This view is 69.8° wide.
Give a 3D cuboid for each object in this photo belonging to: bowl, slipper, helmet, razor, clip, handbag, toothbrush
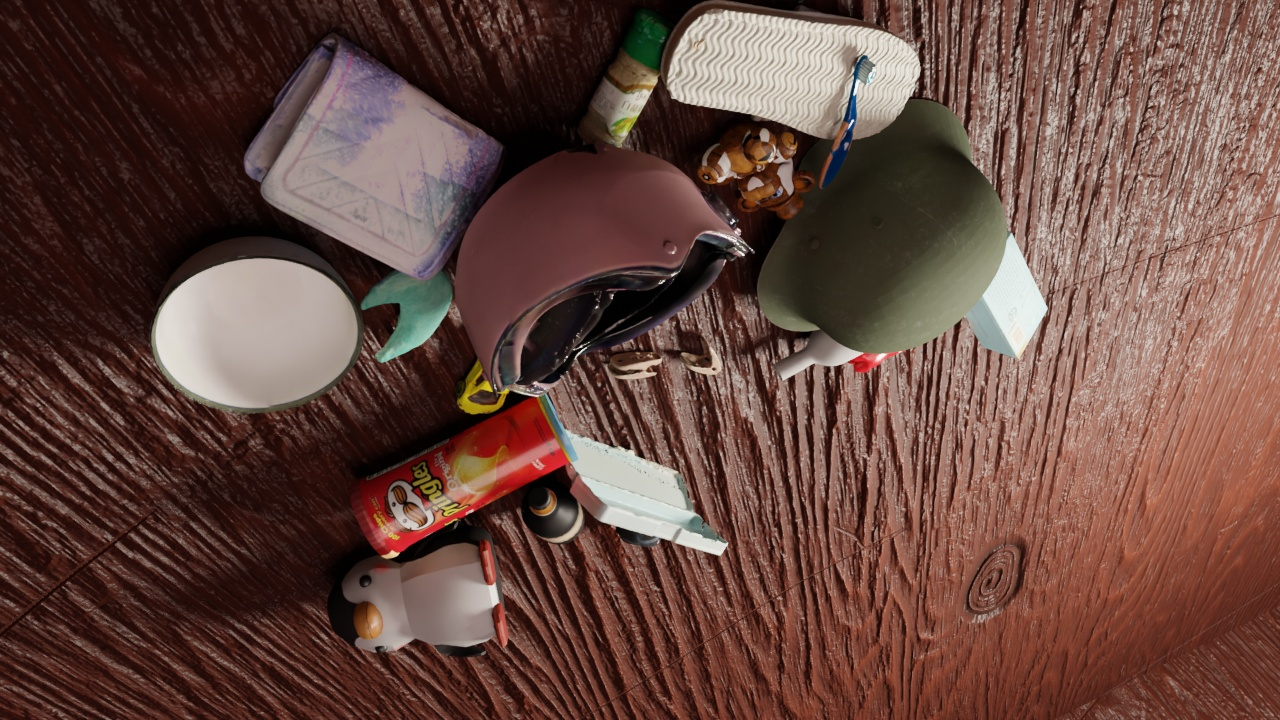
[{"bbox_3d":[-0.303,-0.037,0.727,0.153,0.073,0.154,-15,135,-16],"label":"bowl"},{"bbox_3d":[0.124,-0.242,0.764,0.262,0.052,0.115,-1,136,-35],"label":"slipper"},{"bbox_3d":[-0.043,-0.080,0.743,0.231,0.152,0.254,-38,167,30],"label":"helmet"},{"bbox_3d":[-0.026,0.180,1.090,0.064,0.053,0.140,-36,134,19],"label":"razor"},{"bbox_3d":[-0.004,0.003,0.954,0.049,0.026,0.061,-42,137,11],"label":"clip"},{"bbox_3d":[0.074,-0.003,0.988,0.049,0.026,0.061,-3,132,-27],"label":"clip"},{"bbox_3d":[0.248,-0.099,0.893,0.268,0.153,0.227,-38,136,11],"label":"helmet"},{"bbox_3d":[-0.195,-0.149,0.688,0.158,0.069,0.126,29,99,-43],"label":"handbag"},{"bbox_3d":[0.178,-0.201,0.794,0.021,0.017,0.135,-20,145,-24],"label":"toothbrush"}]

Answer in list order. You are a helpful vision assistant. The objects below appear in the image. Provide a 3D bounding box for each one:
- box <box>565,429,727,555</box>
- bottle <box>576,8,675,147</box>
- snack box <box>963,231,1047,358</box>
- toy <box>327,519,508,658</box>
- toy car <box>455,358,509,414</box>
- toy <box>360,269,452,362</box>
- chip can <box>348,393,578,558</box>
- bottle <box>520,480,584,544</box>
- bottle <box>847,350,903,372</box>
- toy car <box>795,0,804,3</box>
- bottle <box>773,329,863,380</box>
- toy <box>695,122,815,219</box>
[{"bbox_3d":[0.000,0.150,1.010,0.197,0.136,0.044,26,109,-41],"label":"box"},{"bbox_3d":[-0.010,-0.220,0.729,0.043,0.043,0.111,12,124,-35],"label":"bottle"},{"bbox_3d":[0.409,-0.077,1.055,0.174,0.053,0.075,39,81,-46],"label":"snack box"},{"bbox_3d":[-0.247,0.254,1.011,0.184,0.140,0.159,-10,102,-6],"label":"toy"},{"bbox_3d":[-0.141,0.014,0.890,0.049,0.030,0.107,13,124,-37],"label":"toy car"},{"bbox_3d":[-0.199,-0.047,0.785,0.084,0.033,0.105,-40,159,-23],"label":"toy"},{"bbox_3d":[-0.176,0.113,0.923,0.213,0.087,0.087,-27,137,-4],"label":"chip can"},{"bbox_3d":[-0.096,0.157,0.970,0.059,0.059,0.182,-24,164,-5],"label":"bottle"},{"bbox_3d":[0.304,-0.034,1.064,0.141,0.042,0.042,-28,137,-1],"label":"bottle"},{"bbox_3d":[0.115,-0.327,0.693,0.056,0.043,0.120,-35,136,7],"label":"toy car"},{"bbox_3d":[0.239,-0.033,1.024,0.195,0.052,0.052,-28,137,-1],"label":"bottle"},{"bbox_3d":[0.108,-0.167,0.823,0.087,0.067,0.112,-16,138,32],"label":"toy"}]
